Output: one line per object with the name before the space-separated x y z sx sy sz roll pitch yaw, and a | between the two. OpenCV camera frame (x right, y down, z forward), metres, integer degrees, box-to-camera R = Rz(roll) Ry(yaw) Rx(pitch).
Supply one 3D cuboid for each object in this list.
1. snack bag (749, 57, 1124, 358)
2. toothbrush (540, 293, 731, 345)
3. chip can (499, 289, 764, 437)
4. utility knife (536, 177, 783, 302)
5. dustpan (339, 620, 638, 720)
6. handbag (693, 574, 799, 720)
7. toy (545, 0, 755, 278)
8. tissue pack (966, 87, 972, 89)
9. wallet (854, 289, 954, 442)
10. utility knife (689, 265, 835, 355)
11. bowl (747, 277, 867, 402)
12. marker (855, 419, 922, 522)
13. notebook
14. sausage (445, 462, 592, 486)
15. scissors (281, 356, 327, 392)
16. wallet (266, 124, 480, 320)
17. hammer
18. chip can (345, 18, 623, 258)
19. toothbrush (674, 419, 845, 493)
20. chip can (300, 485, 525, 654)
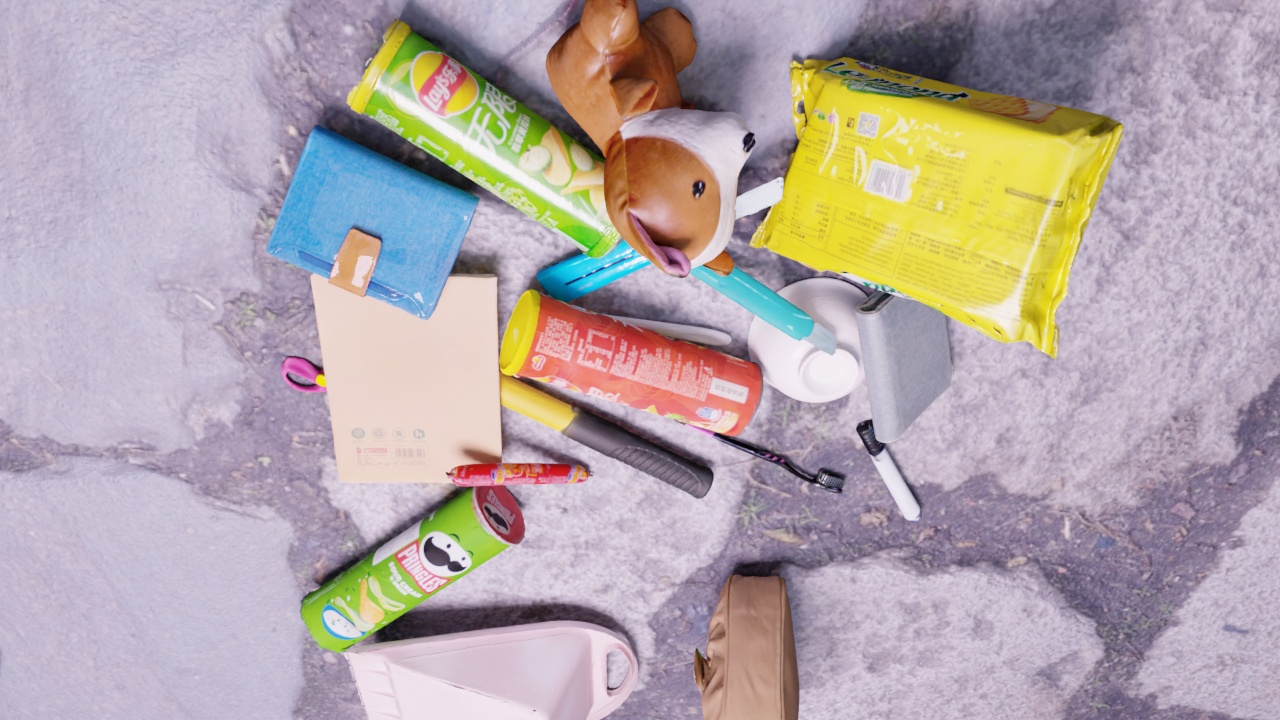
snack bag | 0.197 -0.117 0.646 0.247 0.068 0.158 26 116 33
toothbrush | -0.007 -0.035 0.793 0.180 0.016 0.016 10 136 -11
chip can | -0.005 0.005 0.770 0.216 0.073 0.073 16 118 -18
utility knife | 0.014 -0.096 0.728 0.219 0.018 0.034 -21 109 23
dustpan | -0.151 0.353 0.988 0.273 0.138 0.223 13 131 11
handbag | 0.106 0.318 0.901 0.100 0.204 0.148 0 134 10
toy | 0.017 -0.152 0.639 0.131 0.139 0.199 -15 88 32
tissue pack | 0.246 -0.129 0.701 0.050 0.093 0.134 10 121 -24
wallet | 0.224 -0.011 0.781 0.106 0.037 0.130 -36 124 -30
utility knife | 0.086 -0.055 0.752 0.176 0.013 0.029 33 87 5
bowl | 0.156 -0.004 0.788 0.118 0.064 0.118 -1 121 -3
marker | 0.242 0.108 0.885 0.022 0.018 0.131 -33 117 5
notebook | -0.193 0.021 0.781 0.148 0.008 0.208 1 120 -4
sausage | -0.106 0.103 0.830 0.155 0.020 0.020 5 125 -39
scissors | -0.250 0.023 0.805 0.133 0.017 0.134 25 126 -7
wallet | -0.202 -0.102 0.694 0.133 0.040 0.106 24 102 -11
hammer | -0.066 0.054 0.831 0.300 0.032 0.129 27 116 -17
chip can | -0.100 -0.157 0.681 0.221 0.072 0.073 31 114 -19
toothbrush | 0.116 0.087 0.870 0.189 0.014 0.018 24 107 -15
chip can | -0.223 0.201 0.888 0.236 0.072 0.072 -33 117 17
